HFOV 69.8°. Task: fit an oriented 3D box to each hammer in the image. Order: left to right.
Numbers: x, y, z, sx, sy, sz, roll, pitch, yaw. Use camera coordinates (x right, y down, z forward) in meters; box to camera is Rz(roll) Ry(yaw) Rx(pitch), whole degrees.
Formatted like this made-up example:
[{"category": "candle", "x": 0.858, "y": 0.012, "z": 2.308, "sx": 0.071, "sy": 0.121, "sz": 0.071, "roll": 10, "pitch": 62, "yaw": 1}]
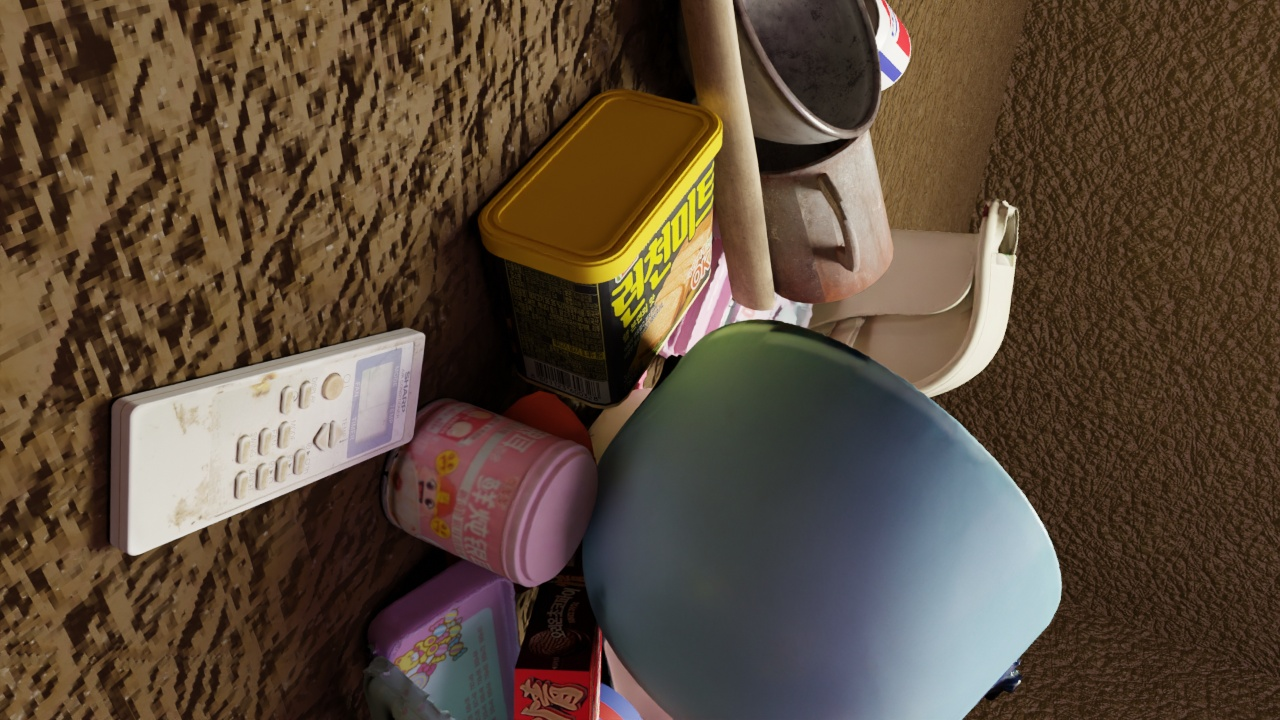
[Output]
[{"category": "hammer", "x": 0.047, "y": -0.125, "z": 0.485, "sx": 0.030, "sy": 0.119, "sz": 0.331, "roll": -63, "pitch": 156, "yaw": -21}]

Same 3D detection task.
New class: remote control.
[{"category": "remote control", "x": -0.127, "y": 0.023, "z": 0.334, "sx": 0.135, "sy": 0.011, "sz": 0.050, "roll": -24, "pitch": 129, "yaw": -62}]

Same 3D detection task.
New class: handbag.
[{"category": "handbag", "x": 0.170, "y": -0.039, "z": 0.737, "sx": 0.131, "sy": 0.229, "sz": 0.184, "roll": -7, "pitch": 102, "yaw": -53}]

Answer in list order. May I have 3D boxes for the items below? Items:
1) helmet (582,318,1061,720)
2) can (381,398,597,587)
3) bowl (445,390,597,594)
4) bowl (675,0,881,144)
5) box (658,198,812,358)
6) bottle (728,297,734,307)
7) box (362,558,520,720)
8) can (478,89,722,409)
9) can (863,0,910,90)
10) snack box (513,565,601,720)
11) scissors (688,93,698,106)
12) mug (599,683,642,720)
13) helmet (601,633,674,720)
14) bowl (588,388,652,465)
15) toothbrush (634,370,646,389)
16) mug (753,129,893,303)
[{"category": "helmet", "x": 0.070, "y": 0.105, "z": 0.452, "sx": 0.166, "sy": 0.225, "sz": 0.266, "roll": -45, "pitch": 169, "yaw": -25}, {"category": "can", "x": -0.067, "y": 0.059, "z": 0.418, "sx": 0.067, "sy": 0.076, "sz": 0.067, "roll": -49, "pitch": 149, "yaw": -44}, {"category": "bowl", "x": -0.058, "y": 0.080, "z": 0.513, "sx": 0.121, "sy": 0.035, "sz": 0.122, "roll": -49, "pitch": 149, "yaw": -44}, {"category": "bowl", "x": 0.070, "y": -0.184, "z": 0.525, "sx": 0.144, "sy": 0.067, "sz": 0.144, "roll": 18, "pitch": 65, "yaw": -42}, {"category": "box", "x": 0.078, "y": -0.082, "z": 0.673, "sx": 0.155, "sy": 0.059, "sz": 0.201, "roll": 27, "pitch": 82, "yaw": -48}, {"category": "bottle", "x": 0.101, "y": -0.091, "z": 0.734, "sx": 0.186, "sy": 0.053, "sz": 0.053, "roll": -69, "pitch": 158, "yaw": -7}, {"category": "box", "x": -0.079, "y": 0.212, "z": 0.473, "sx": 0.089, "sy": 0.092, "sz": 0.215, "roll": -29, "pitch": 136, "yaw": -33}, {"category": "can", "x": -0.014, "y": -0.056, "z": 0.463, "sx": 0.130, "sy": 0.072, "sz": 0.101, "roll": -55, "pitch": 156, "yaw": -36}, {"category": "can", "x": 0.180, "y": -0.266, "z": 0.762, "sx": 0.131, "sy": 0.070, "sz": 0.070, "roll": -16, "pitch": 122, "yaw": -64}, {"category": "snack box", "x": -0.044, "y": 0.211, "z": 0.508, "sx": 0.132, "sy": 0.036, "sz": 0.152, "roll": -86, "pitch": 179, "yaw": -81}, {"category": "scissors", "x": 0.061, "y": -0.202, "z": 0.598, "sx": 0.150, "sy": 0.019, "sz": 0.121, "roll": -37, "pitch": 140, "yaw": -53}, {"category": "mug", "x": -0.052, "y": 0.264, "z": 0.642, "sx": 0.076, "sy": 0.075, "sz": 0.112, "roll": -44, "pitch": 120, "yaw": -49}, {"category": "helmet", "x": 0.072, "y": 0.232, "z": 0.810, "sx": 0.254, "sy": 0.153, "sz": 0.230, "roll": -54, "pitch": 150, "yaw": -50}, {"category": "bowl", "x": -0.005, "y": 0.068, "z": 0.602, "sx": 0.104, "sy": 0.054, "sz": 0.105, "roll": -44, "pitch": 141, "yaw": -51}, {"category": "toothbrush", "x": -0.004, "y": 0.004, "z": 0.609, "sx": 0.021, "sy": 0.016, "sz": 0.135, "roll": -62, "pitch": 157, "yaw": -23}, {"category": "mug", "x": 0.114, "y": -0.093, "z": 0.580, "sx": 0.110, "sy": 0.096, "sz": 0.122, "roll": 58, "pitch": 11, "yaw": -38}]
